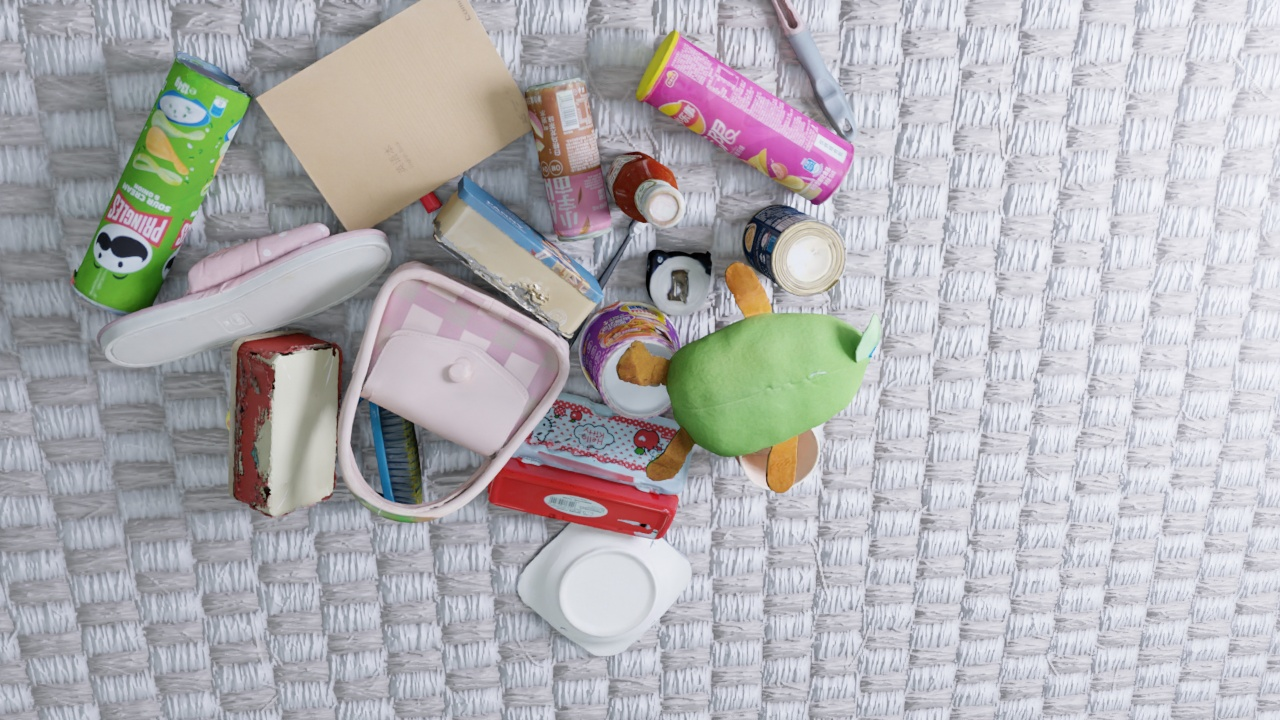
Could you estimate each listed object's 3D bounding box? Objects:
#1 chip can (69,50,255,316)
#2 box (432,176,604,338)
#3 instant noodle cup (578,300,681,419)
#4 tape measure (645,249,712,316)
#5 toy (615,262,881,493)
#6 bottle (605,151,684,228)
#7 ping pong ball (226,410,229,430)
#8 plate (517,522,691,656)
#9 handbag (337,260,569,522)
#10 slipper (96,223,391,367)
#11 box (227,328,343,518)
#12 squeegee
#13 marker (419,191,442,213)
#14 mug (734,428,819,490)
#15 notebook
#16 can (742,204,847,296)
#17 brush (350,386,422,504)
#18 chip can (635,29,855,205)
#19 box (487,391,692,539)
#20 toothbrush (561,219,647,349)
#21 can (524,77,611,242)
[{"bbox_3d":[-0.433,-0.155,0.829,0.072,0.072,0.236,28,101,-15],"label":"chip can"},{"bbox_3d":[-0.122,-0.102,0.877,0.184,0.089,0.061,39,99,-24],"label":"box"},{"bbox_3d":[-0.005,0.005,0.925,0.111,0.099,0.112,-2,108,-6],"label":"instant noodle cup"},{"bbox_3d":[0.039,-0.080,0.939,0.065,0.033,0.066,1,106,-7],"label":"tape measure"},{"bbox_3d":[0.105,0.022,0.858,0.246,0.090,0.227,-15,106,-6],"label":"toy"},{"bbox_3d":[0.006,-0.150,0.821,0.059,0.206,0.060,-2,107,-7],"label":"bottle"},{"bbox_3d":[-0.392,0.060,0.917,0.040,0.040,0.040,-2,107,-7],"label":"ping pong ball"},{"bbox_3d":[-0.038,0.253,1.030,0.164,0.034,0.164,41,98,-16],"label":"plate"},{"bbox_3d":[-0.194,0.041,0.879,0.193,0.093,0.234,28,82,-13],"label":"handbag"},{"bbox_3d":[-0.365,-0.068,0.852,0.274,0.114,0.054,-23,74,-5],"label":"slipper"},{"bbox_3d":[-0.339,0.062,0.887,0.076,0.091,0.168,17,108,29],"label":"box"},{"bbox_3d":[0.146,-0.319,0.878,0.248,0.040,0.249,-28,115,18],"label":"squeegee"},{"bbox_3d":[-0.234,-0.206,0.871,0.017,0.017,0.145,-30,108,2],"label":"marker"},{"bbox_3d":[0.120,0.068,0.957,0.114,0.106,0.082,37,98,-16],"label":"mug"},{"bbox_3d":[-0.220,-0.231,0.854,0.211,0.012,0.149,-33,110,-6],"label":"notebook"},{"bbox_3d":[0.150,-0.109,0.904,0.075,0.111,0.075,-2,107,-8],"label":"can"},{"bbox_3d":[-0.265,0.089,0.936,0.073,0.055,0.144,-7,108,-6],"label":"brush"},{"bbox_3d":[0.102,-0.229,0.882,0.210,0.071,0.071,28,101,-15],"label":"chip can"},{"bbox_3d":[-0.053,0.107,0.975,0.201,0.098,0.119,14,139,-5],"label":"box"},{"bbox_3d":[-0.042,-0.074,0.939,0.015,0.018,0.181,28,103,-23],"label":"toothbrush"},{"bbox_3d":[-0.068,-0.191,0.877,0.058,0.058,0.147,-12,108,-4],"label":"can"}]
